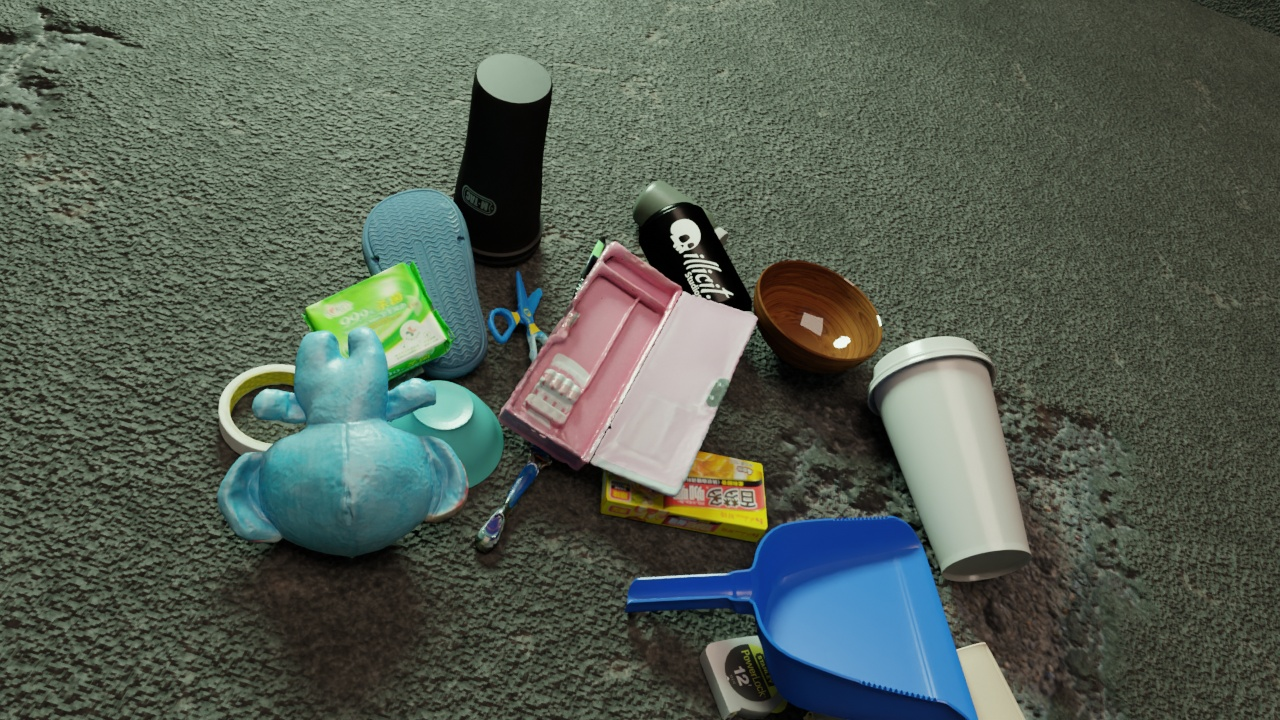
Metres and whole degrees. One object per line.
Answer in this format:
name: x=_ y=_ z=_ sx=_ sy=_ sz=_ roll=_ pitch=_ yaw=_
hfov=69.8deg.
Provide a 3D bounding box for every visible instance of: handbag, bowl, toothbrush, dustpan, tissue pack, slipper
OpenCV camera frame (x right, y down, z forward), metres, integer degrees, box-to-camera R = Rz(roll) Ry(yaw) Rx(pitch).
handbag: x=0.199 y=0.324 z=0.683 sx=0.197 sy=0.101 sz=0.194 roll=-9 pitch=52 yaw=-13
bowl: x=-0.176 y=0.053 z=0.801 sx=0.121 sy=0.046 sz=0.121 roll=11 pitch=46 yaw=-12
toothbrush: x=-0.061 y=-0.083 z=0.993 sx=0.014 sy=0.017 sz=0.187 roll=25 pitch=43 yaw=-7
dustpan: x=0.117 y=0.203 z=0.743 sx=0.258 sy=0.059 sz=0.245 roll=-6 pitch=21 yaw=9
bowl: x=0.183 y=-0.035 z=1.008 sx=0.147 sy=0.069 sz=0.147 roll=13 pitch=46 yaw=-14
tissue pack: x=-0.236 y=-0.026 z=0.828 sx=0.114 sy=0.034 sz=0.099 roll=-28 pitch=72 yaw=-12
slipper: x=-0.211 y=-0.075 z=0.898 sx=0.103 sy=0.059 sz=0.213 roll=-12 pitch=68 yaw=-19

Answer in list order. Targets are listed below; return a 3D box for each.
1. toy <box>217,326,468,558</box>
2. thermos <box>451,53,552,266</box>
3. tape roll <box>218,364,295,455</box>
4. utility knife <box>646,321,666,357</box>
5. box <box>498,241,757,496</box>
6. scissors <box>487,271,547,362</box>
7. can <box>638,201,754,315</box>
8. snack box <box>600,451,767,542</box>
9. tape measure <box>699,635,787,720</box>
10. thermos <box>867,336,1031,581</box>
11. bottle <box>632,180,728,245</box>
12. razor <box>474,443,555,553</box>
toy: x=-0.233 y=0.066 z=0.725 sx=0.183 sy=0.115 sz=0.180 roll=-5 pitch=72 yaw=-14
thermos: x=-0.140 y=-0.198 z=0.930 sx=0.105 sy=0.219 sz=0.105 roll=7 pitch=54 yaw=-10
tape roll: x=-0.305 y=0.045 z=0.776 sx=0.094 sy=0.019 sz=0.093 roll=11 pitch=46 yaw=-12
utility knife: x=0.015 y=-0.029 z=0.971 sx=0.028 sy=0.020 sz=0.186 roll=9 pitch=46 yaw=-14
box: x=-0.006 y=0.008 z=0.866 sx=0.180 sy=0.051 sz=0.232 roll=28 pitch=54 yaw=3
scissors: x=-0.109 y=-0.041 z=0.927 sx=0.097 sy=0.020 sz=0.132 roll=46 pitch=29 yaw=-16
can: x=0.060 y=-0.092 z=0.989 sx=0.080 sy=0.080 sz=0.146 roll=-14 pitch=68 yaw=-31
snack box: x=0.040 y=0.117 z=0.843 sx=0.152 sy=0.025 sz=0.075 roll=12 pitch=46 yaw=-11
tape measure: x=0.085 y=0.256 z=0.740 sx=0.065 sy=0.017 sz=0.064 roll=-5 pitch=51 yaw=-25
thermos: x=0.310 y=0.098 z=0.909 sx=0.131 sy=0.132 sz=0.221 roll=5 pitch=56 yaw=-18
bottle: x=0.047 y=-0.161 z=1.076 sx=0.108 sy=0.060 sz=0.060 roll=36 pitch=46 yaw=12
razor: x=-0.103 y=0.111 z=0.797 sx=0.044 sy=0.018 sz=0.140 roll=27 pitch=45 yaw=3
